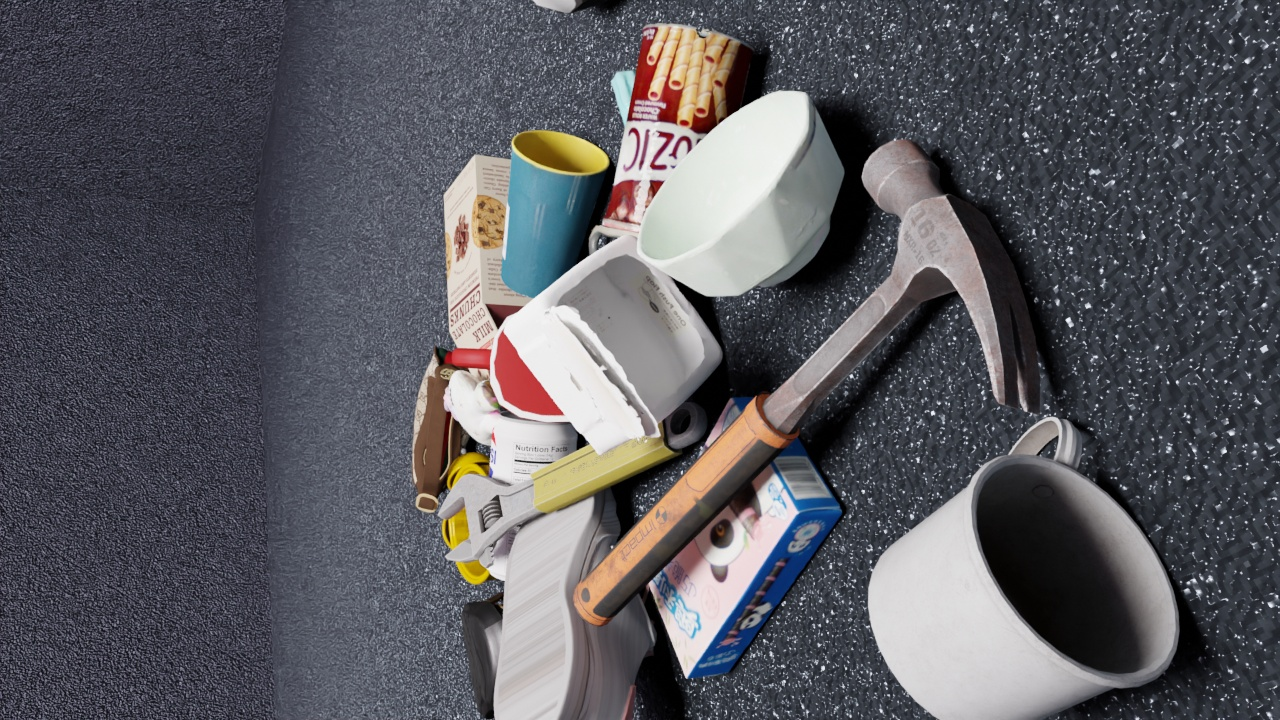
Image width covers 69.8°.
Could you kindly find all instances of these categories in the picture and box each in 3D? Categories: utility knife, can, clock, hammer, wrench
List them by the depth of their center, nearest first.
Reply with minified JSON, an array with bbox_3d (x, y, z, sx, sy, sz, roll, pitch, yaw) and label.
[{"bbox_3d":[0.060,0.053,0.461,0.315,0.035,0.137,-51,42,32],"label":"hammer"},{"bbox_3d":[0.000,-0.155,0.644,0.022,0.015,0.141,-32,54,27],"label":"utility knife"},{"bbox_3d":[-0.059,0.087,0.664,0.274,0.018,0.083,-30,50,33],"label":"wrench"},{"bbox_3d":[-0.091,0.111,0.759,0.070,0.070,0.132,14,100,61],"label":"can"},{"bbox_3d":[-0.153,0.152,0.894,0.152,0.052,0.113,25,110,55],"label":"clock"}]

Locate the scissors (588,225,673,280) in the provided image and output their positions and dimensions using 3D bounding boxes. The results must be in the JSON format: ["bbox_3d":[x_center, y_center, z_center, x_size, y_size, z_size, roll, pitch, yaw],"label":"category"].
[{"bbox_3d":[0.007,-0.102,0.654,0.171,0.012,0.157,-2,85,57],"label":"scissors"}]

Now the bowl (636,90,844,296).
[{"bbox_3d":[0.060,-0.079,0.484,0.118,0.061,0.117,-38,28,24],"label":"bowl"}]

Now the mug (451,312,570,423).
[{"bbox_3d":[-0.079,0.004,0.668,0.096,0.116,0.080,142,132,-86],"label":"mug"}]

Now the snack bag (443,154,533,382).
[{"bbox_3d":[-0.129,-0.069,0.843,0.095,0.069,0.206,-26,66,58],"label":"snack bag"}]

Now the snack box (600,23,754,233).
[{"bbox_3d":[0.023,-0.135,0.560,0.072,0.072,0.121,28,108,59],"label":"snack box"}]

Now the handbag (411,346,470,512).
[{"bbox_3d":[-0.208,0.074,0.947,0.138,0.063,0.167,-90,16,-62],"label":"handbag"}]

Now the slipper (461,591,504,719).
[{"bbox_3d":[-0.104,0.248,0.769,0.268,0.075,0.113,119,139,-65],"label":"slipper"}]

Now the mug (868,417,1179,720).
[{"bbox_3d":[0.139,0.077,0.343,0.071,0.084,0.112,-58,6,46],"label":"mug"}]

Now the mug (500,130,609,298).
[{"bbox_3d":[-0.077,-0.115,0.749,0.078,0.078,0.122,59,142,45],"label":"mug"}]

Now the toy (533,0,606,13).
[{"bbox_3d":[-0.037,-0.324,0.664,0.184,0.140,0.159,152,117,-75],"label":"toy"}]

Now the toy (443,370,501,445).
[{"bbox_3d":[-0.145,0.045,0.827,0.123,0.037,0.079,0,130,53],"label":"toy"}]

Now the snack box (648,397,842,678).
[{"bbox_3d":[0.052,0.105,0.537,0.154,0.033,0.088,-66,34,34],"label":"snack box"}]

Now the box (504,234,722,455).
[{"bbox_3d":[-0.014,-0.009,0.523,0.107,0.151,0.132,52,145,-3],"label":"box"}]

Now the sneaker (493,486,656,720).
[{"bbox_3d":[-0.035,0.177,0.646,0.099,0.089,0.235,-35,30,27],"label":"sneaker"}]
